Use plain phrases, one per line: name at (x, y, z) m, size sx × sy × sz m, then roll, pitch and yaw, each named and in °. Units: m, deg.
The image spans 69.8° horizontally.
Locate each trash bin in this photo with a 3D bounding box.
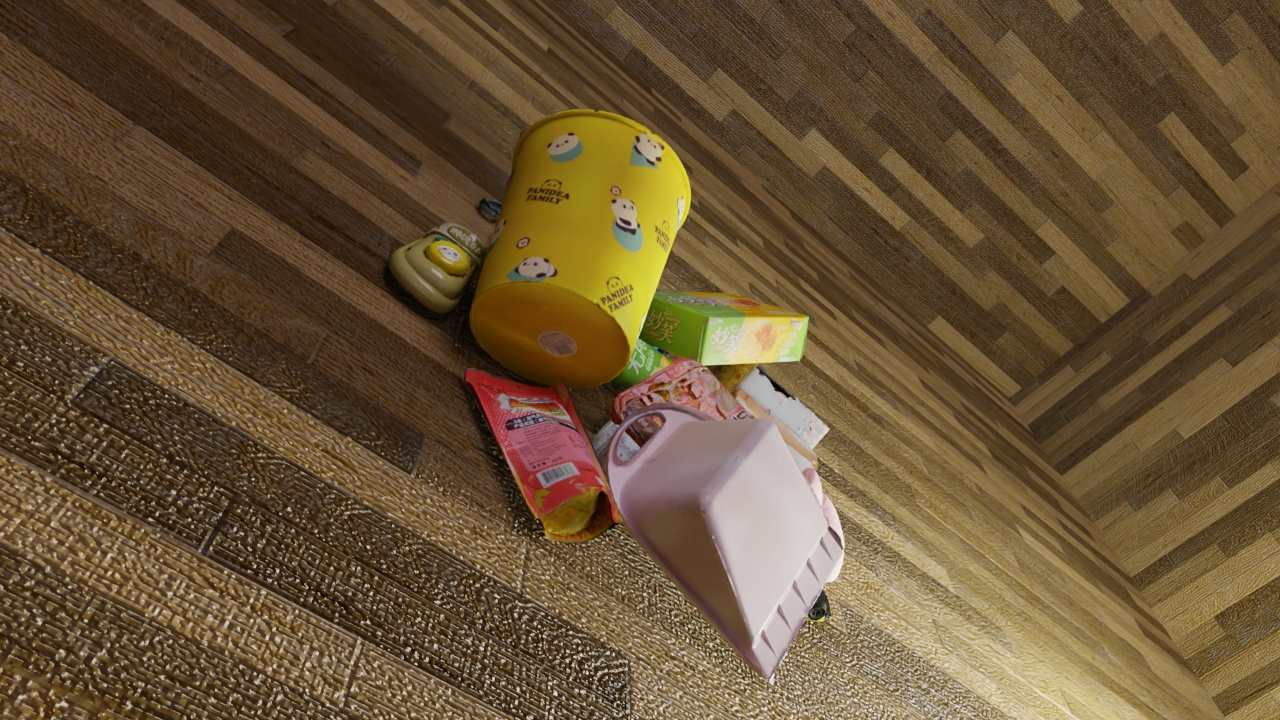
trash bin at (-0.074, -0.122, 1.073) m, size 0.229 × 0.230 × 0.254 m, roll 34°, pitch 49°, yaw -24°

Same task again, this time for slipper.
slipper at (-0.226, -0.125, 1.074) m, size 0.091 × 0.082 × 0.190 m, roll 38°, pitch 20°, yaw -10°

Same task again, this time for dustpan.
dustpan at (0.086, 0.173, 1.012) m, size 0.221 × 0.139 × 0.273 m, roll -39°, pitch 112°, yaw -46°

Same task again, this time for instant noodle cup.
instant noodle cup at (0.061, 0.098, 1.123) m, size 0.164 × 0.079 × 0.189 m, roll -28°, pitch 68°, yaw -39°

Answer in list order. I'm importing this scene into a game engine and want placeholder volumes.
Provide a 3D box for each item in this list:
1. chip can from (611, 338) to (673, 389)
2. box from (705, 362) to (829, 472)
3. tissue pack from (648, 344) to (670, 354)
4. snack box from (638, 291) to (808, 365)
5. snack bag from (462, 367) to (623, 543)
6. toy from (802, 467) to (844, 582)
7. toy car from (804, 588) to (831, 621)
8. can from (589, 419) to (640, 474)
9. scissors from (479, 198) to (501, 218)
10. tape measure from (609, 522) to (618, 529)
chip can at (-0.007, 0.007, 1.229) m, size 0.221 × 0.073 × 0.072 m, roll 33°, pitch 25°, yaw -26°
box at (0.180, 0.097, 1.324) m, size 0.179 × 0.124 × 0.273 m, roll 41°, pitch 23°, yaw -21°
tissue pack at (-0.017, -0.073, 1.377) m, size 0.157 × 0.052 × 0.094 m, roll 40°, pitch 21°, yaw -18°
snack box at (0.110, -0.048, 1.296) m, size 0.209 × 0.070 × 0.158 m, roll -2°, pitch 17°, yaw -41°
snack bag at (-0.099, 0.087, 0.948) m, size 0.128 × 0.073 × 0.207 m, roll 8°, pitch 36°, yaw -38°
toy at (0.232, 0.214, 1.201) m, size 0.121 × 0.054 × 0.159 m, roll -78°, pitch 153°, yaw -48°
toy car at (0.182, 0.272, 1.128) m, size 0.156 × 0.041 × 0.071 m, roll 41°, pitch 21°, yaw -30°
can at (-0.002, 0.137, 1.026) m, size 0.146 × 0.058 × 0.058 m, roll 46°, pitch 22°, yaw 3°
scissors at (-0.173, -0.198, 1.361) m, size 0.179 × 0.019 × 0.172 m, roll 33°, pitch 16°, yaw -9°
tape measure at (-0.039, 0.152, 0.981) m, size 0.054 × 0.025 × 0.058 m, roll 37°, pitch 27°, yaw -23°
